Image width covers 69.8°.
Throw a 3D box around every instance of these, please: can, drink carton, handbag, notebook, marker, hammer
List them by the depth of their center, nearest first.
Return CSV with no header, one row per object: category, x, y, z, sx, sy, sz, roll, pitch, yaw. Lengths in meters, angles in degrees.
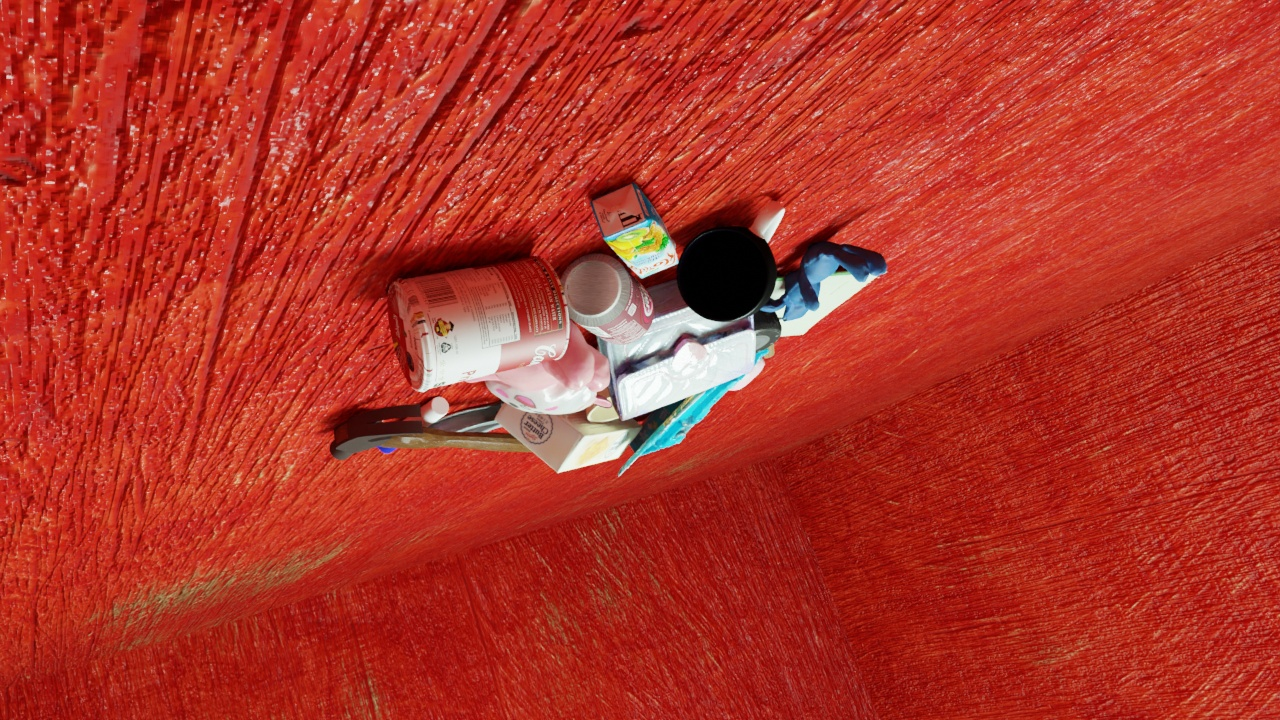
can,-0.127,-0.030,0.713,0.116,0.086,0.087,-14,166,-28
drink carton,-0.002,-0.099,0.723,0.044,0.038,0.129,-22,167,9
can,-0.028,-0.053,0.822,0.063,0.063,0.114,-22,167,9
handbag,0.040,-0.012,0.942,0.158,0.069,0.127,-19,125,-12
marker,-0.272,0.077,1.087,0.027,0.023,0.133,20,144,-36
hammer,-0.204,0.094,1.090,0.322,0.033,0.116,9,153,-44
notebook,0.158,-0.064,1.139,0.252,0.010,0.182,-7,159,-32

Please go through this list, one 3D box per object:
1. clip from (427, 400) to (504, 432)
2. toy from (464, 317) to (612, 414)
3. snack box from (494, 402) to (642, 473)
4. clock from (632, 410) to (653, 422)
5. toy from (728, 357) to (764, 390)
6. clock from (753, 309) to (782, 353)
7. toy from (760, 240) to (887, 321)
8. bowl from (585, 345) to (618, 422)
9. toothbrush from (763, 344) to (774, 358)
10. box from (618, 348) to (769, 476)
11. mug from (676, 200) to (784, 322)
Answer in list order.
clip,-0.204,0.080,1.199,0.163,0.028,0.108,-17,169,-10
toy,-0.096,0.004,0.879,0.142,0.084,0.213,9,167,5
snack box,-0.083,0.078,1.134,0.057,0.104,0.207,-55,164,10
clock,0.012,0.060,1.342,0.137,0.048,0.096,-10,-179,-26
toy,0.135,0.021,1.411,0.095,0.052,0.099,-13,167,-18
clock,0.116,-0.037,1.086,0.122,0.043,0.091,3,153,-45
toy,0.183,-0.086,0.994,0.112,0.071,0.177,-15,170,-33
bowl,-0.006,0.006,1.066,0.150,0.075,0.151,-23,165,-7
toothbrush,0.168,-0.028,1.208,0.016,0.016,0.167,-20,163,3
box,0.051,0.063,1.200,0.184,0.056,0.228,-26,162,-50
mug,0.094,-0.093,0.838,0.119,0.085,0.100,-55,171,14
